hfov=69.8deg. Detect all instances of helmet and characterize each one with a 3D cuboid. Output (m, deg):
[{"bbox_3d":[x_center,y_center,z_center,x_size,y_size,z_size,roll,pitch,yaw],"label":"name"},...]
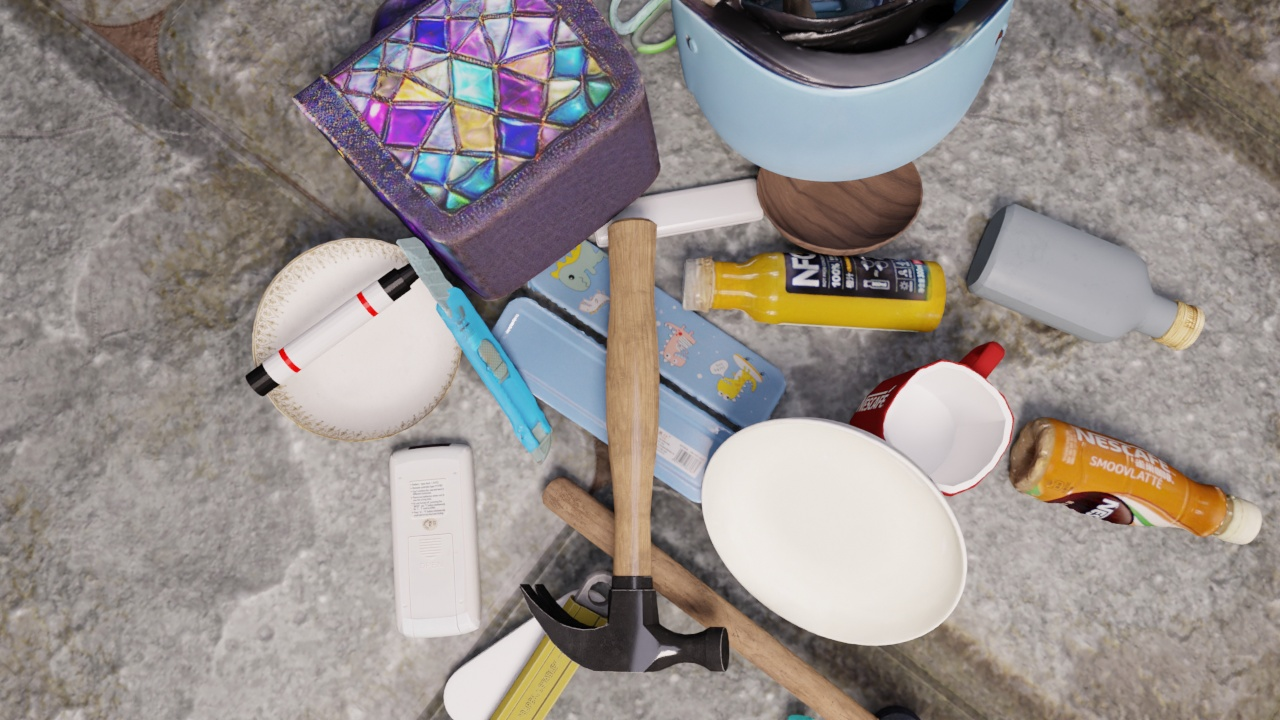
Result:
[{"bbox_3d":[0.127,-0.233,0.634,0.225,0.167,0.265,3,57,5],"label":"helmet"}]

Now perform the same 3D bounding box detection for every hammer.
[{"bbox_3d":[0.061,0.181,0.630,0.322,0.129,0.040,35,90,14],"label":"hammer"},{"bbox_3d":[-0.011,0.050,0.624,0.132,0.040,0.305,-4,76,16],"label":"hammer"}]

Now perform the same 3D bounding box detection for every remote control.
[{"bbox_3d":[-0.081,0.214,0.663,0.136,0.013,0.043,-34,85,-4],"label":"remote control"},{"bbox_3d":[0.028,-0.114,0.702,0.131,0.012,0.033,-10,83,-1],"label":"remote control"},{"bbox_3d":[-0.149,0.130,0.666,0.060,0.025,0.138,-5,81,-1],"label":"remote control"}]

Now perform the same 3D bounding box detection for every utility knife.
[{"bbox_3d":[-0.110,-0.005,0.638,0.031,0.015,0.198,-55,126,-36],"label":"utility knife"}]

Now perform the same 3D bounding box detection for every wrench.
[{"bbox_3d":[-0.098,0.261,0.642,0.083,0.018,0.273,33,89,-9],"label":"wrench"}]

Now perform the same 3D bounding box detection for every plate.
[{"bbox_3d":[0.129,0.110,0.620,0.182,0.183,0.034,42,43,4],"label":"plate"}]

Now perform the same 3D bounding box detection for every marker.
[{"bbox_3d":[-0.202,-0.026,0.622,0.145,0.019,0.019,-37,85,-3],"label":"marker"}]

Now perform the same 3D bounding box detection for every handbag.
[{"bbox_3d":[-0.113,-0.182,0.650,0.204,0.125,0.222,-38,73,-5],"label":"handbag"}]

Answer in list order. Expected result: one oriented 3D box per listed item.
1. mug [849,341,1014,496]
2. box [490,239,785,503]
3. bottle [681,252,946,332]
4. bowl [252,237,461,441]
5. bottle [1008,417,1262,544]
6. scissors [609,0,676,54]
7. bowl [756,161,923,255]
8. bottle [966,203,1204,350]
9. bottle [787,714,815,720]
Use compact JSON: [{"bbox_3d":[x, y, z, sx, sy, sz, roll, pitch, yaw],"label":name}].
[{"bbox_3d":[0.209,0.037,0.643,0.080,0.096,0.116,40,84,4],"label":"mug"},{"bbox_3d":[-0.004,0.003,0.676,0.209,0.039,0.126,34,83,3],"label":"box"},{"bbox_3d":[0.124,-0.052,0.675,0.186,0.053,0.053,3,83,0],"label":"bottle"},{"bbox_3d":[-0.196,-0.012,0.664,0.145,0.063,0.145,0,84,0],"label":"bowl"},{"bbox_3d":[0.354,0.091,0.656,0.167,0.059,0.059,18,83,2],"label":"bottle"},{"bbox_3d":[0.047,-0.313,0.728,0.065,0.033,0.174,42,88,8],"label":"scissors"},{"bbox_3d":[0.145,-0.119,0.682,0.119,0.032,0.119,-2,59,3],"label":"bowl"},{"bbox_3d":[0.331,-0.053,0.680,0.161,0.046,0.072,23,84,2],"label":"bottle"},{"bbox_3d":[0.108,0.318,0.636,0.044,0.044,0.136,5,83,0],"label":"bottle"}]
